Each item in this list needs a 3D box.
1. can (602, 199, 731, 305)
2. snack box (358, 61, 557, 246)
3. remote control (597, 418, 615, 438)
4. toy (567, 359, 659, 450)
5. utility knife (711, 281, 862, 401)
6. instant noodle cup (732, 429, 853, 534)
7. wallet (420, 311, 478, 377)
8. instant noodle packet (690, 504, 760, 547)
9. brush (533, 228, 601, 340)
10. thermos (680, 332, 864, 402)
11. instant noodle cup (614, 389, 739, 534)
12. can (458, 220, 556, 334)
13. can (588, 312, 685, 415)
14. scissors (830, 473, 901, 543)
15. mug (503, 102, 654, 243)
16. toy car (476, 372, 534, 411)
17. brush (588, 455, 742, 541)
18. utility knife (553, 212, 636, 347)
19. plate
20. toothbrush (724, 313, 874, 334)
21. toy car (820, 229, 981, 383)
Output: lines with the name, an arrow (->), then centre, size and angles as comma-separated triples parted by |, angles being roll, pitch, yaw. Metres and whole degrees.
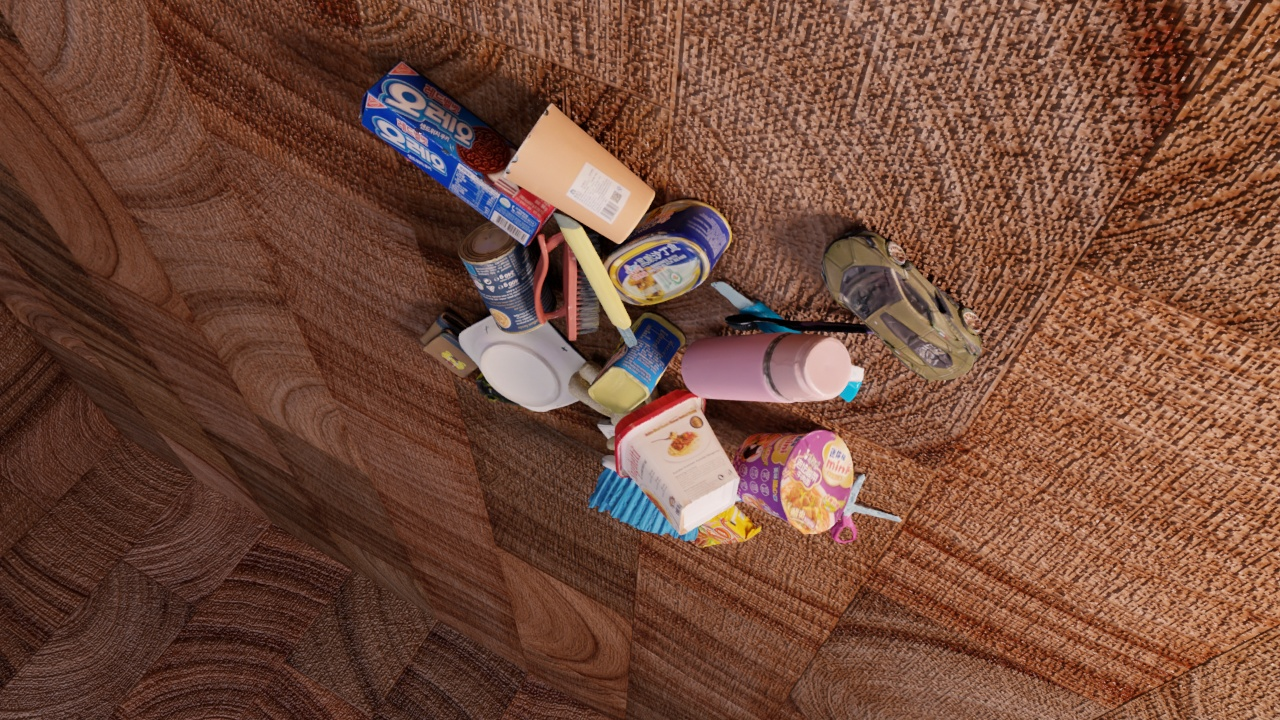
can -> 0.021, -0.099, 0.870 | 0.074, 0.049, 0.148 | 45, 148, -19
snack box -> -0.174, -0.202, 0.901 | 0.207, 0.058, 0.057 | 36, 150, -5
remote control -> -0.008, 0.124, 1.248 | 0.049, 0.024, 0.125 | -2, 134, 43
toy -> -0.017, 0.059, 1.129 | 0.157, 0.066, 0.105 | 35, 106, -2
utility knife -> 0.143, -0.022, 0.897 | 0.182, 0.018, 0.034 | 38, 151, -4
instant noodle cup -> 0.161, 0.126, 1.014 | 0.099, 0.111, 0.111 | 6, 141, 53
wallet -> -0.258, -0.020, 1.274 | 0.090, 0.033, 0.115 | 40, 153, -13
instant noodle packet -> 0.093, 0.219, 1.270 | 0.110, 0.044, 0.129 | 38, 150, -16
brush -> -0.077, -0.086, 0.955 | 0.069, 0.063, 0.146 | -5, 147, -8
thermos -> 0.125, 0.008, 0.881 | 0.087, 0.067, 0.199 | 7, 175, -29
instant noodle cup -> 0.044, 0.116, 1.027 | 0.124, 0.116, 0.116 | 54, 161, 28
can -> -0.146, -0.094, 1.013 | 0.075, 0.075, 0.111 | 14, 144, 31
can -> -0.006, 0.006, 1.014 | 0.057, 0.083, 0.102 | 37, 150, -6
scissors -> 0.237, 0.172, 1.073 | 0.133, 0.017, 0.134 | 14, 134, 10
mug -> -0.052, -0.164, 0.828 | 0.122, 0.078, 0.078 | 34, 151, -10
toy car -> -0.178, 0.040, 1.283 | 0.105, 0.032, 0.048 | 15, 147, 9
brush -> 0.078, 0.183, 1.175 | 0.315, 0.109, 0.060 | 17, -172, 24
utility knife -> -0.039, -0.072, 0.898 | 0.031, 0.019, 0.183 | 15, 141, 38
plate -> -0.150, 0.010, 1.178 | 0.165, 0.034, 0.163 | -23, 119, 42
toothbrush -> 0.166, -0.030, 0.850 | 0.189, 0.014, 0.017 | 5, 137, 29
toy car -> 0.215, -0.043, 0.765 | 0.158, 0.042, 0.070 | 41, 138, -7
